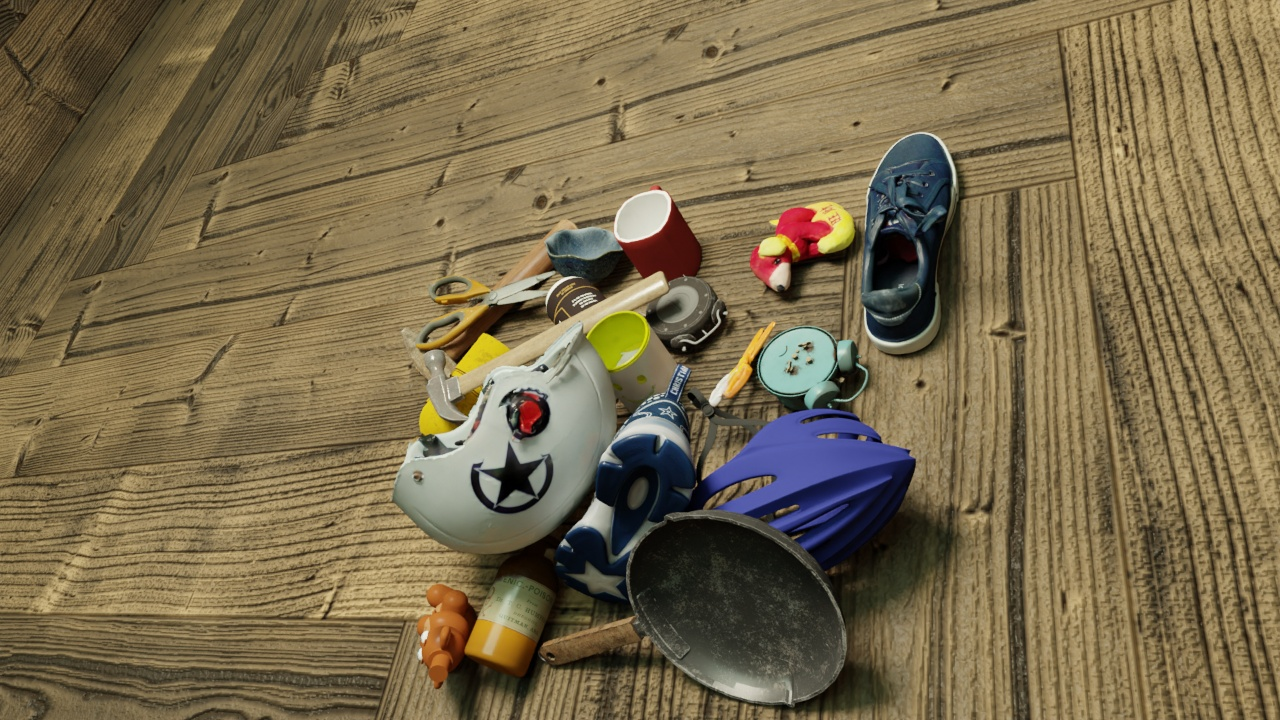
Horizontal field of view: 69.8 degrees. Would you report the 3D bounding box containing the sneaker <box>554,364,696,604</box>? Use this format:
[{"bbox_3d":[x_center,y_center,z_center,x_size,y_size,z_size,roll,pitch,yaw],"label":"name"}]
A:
[{"bbox_3d":[-0.006,0.130,0.902,0.103,0.270,0.132,20,41,-1],"label":"sneaker"}]

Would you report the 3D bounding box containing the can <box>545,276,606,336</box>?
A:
[{"bbox_3d":[-0.064,-0.049,1.156,0.072,0.072,0.128,-41,46,-3],"label":"can"}]

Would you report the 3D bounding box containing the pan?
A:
[{"bbox_3d":[0.029,0.239,0.850,0.358,0.207,0.040,-25,12,38],"label":"pan"}]

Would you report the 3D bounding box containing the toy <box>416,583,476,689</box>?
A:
[{"bbox_3d":[-0.211,0.294,0.969,0.065,0.095,0.127,10,14,-4],"label":"toy"}]

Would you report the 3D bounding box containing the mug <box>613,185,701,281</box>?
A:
[{"bbox_3d":[0.025,-0.165,1.172,0.081,0.096,0.116,-9,53,25],"label":"mug"}]

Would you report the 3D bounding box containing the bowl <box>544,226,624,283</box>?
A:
[{"bbox_3d":[-0.074,-0.136,1.228,0.110,0.055,0.110,0,28,0],"label":"bowl"}]

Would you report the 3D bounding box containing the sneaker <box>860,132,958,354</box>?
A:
[{"bbox_3d":[0.286,-0.159,0.993,0.121,0.127,0.293,-4,53,30],"label":"sneaker"}]

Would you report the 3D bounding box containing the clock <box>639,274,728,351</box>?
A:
[{"bbox_3d":[0.056,-0.052,1.105,0.091,0.044,0.123,-41,46,-2],"label":"clock"}]

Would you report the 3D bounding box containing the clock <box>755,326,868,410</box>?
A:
[{"bbox_3d":[0.184,0.013,0.971,0.124,0.053,0.090,22,71,40],"label":"clock"}]

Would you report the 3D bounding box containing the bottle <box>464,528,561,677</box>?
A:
[{"bbox_3d":[-0.125,0.248,0.972,0.068,0.068,0.156,4,59,33],"label":"bottle"}]

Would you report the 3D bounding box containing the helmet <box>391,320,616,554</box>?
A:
[{"bbox_3d":[-0.120,0.092,0.954,0.263,0.163,0.237,-43,9,-11],"label":"helmet"}]

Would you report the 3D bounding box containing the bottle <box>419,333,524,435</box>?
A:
[{"bbox_3d":[-0.227,0.050,1.183,0.071,0.071,0.163,24,72,41],"label":"bottle"}]

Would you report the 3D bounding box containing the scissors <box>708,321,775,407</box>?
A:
[{"bbox_3d":[0.113,0.006,1.039,0.084,0.012,0.132,-41,12,48],"label":"scissors"}]

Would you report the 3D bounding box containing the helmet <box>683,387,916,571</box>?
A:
[{"bbox_3d":[0.127,0.096,0.872,0.242,0.147,0.227,-35,47,22],"label":"helmet"}]

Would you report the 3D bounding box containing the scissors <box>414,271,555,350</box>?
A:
[{"bbox_3d":[-0.217,-0.091,1.266,0.225,0.016,0.165,-24,48,14],"label":"scissors"}]

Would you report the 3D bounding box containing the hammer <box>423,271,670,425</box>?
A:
[{"bbox_3d":[-0.114,-0.021,1.103,0.331,0.031,0.119,-25,60,11],"label":"hammer"}]

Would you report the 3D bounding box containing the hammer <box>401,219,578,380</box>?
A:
[{"bbox_3d":[-0.201,-0.089,1.294,0.300,0.037,0.158,-45,46,-6],"label":"hammer"}]

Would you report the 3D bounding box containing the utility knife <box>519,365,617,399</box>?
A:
[{"bbox_3d":[-0.098,0.022,1.135,0.158,0.015,0.022,18,69,21],"label":"utility knife"}]

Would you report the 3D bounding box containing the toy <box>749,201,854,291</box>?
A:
[{"bbox_3d":[0.186,-0.144,1.086,0.137,0.067,0.105,-36,41,-9],"label":"toy"}]

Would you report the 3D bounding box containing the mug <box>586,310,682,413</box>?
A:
[{"bbox_3d":[-0.006,0.006,1.055,0.083,0.106,0.082,-16,50,20],"label":"mug"}]
